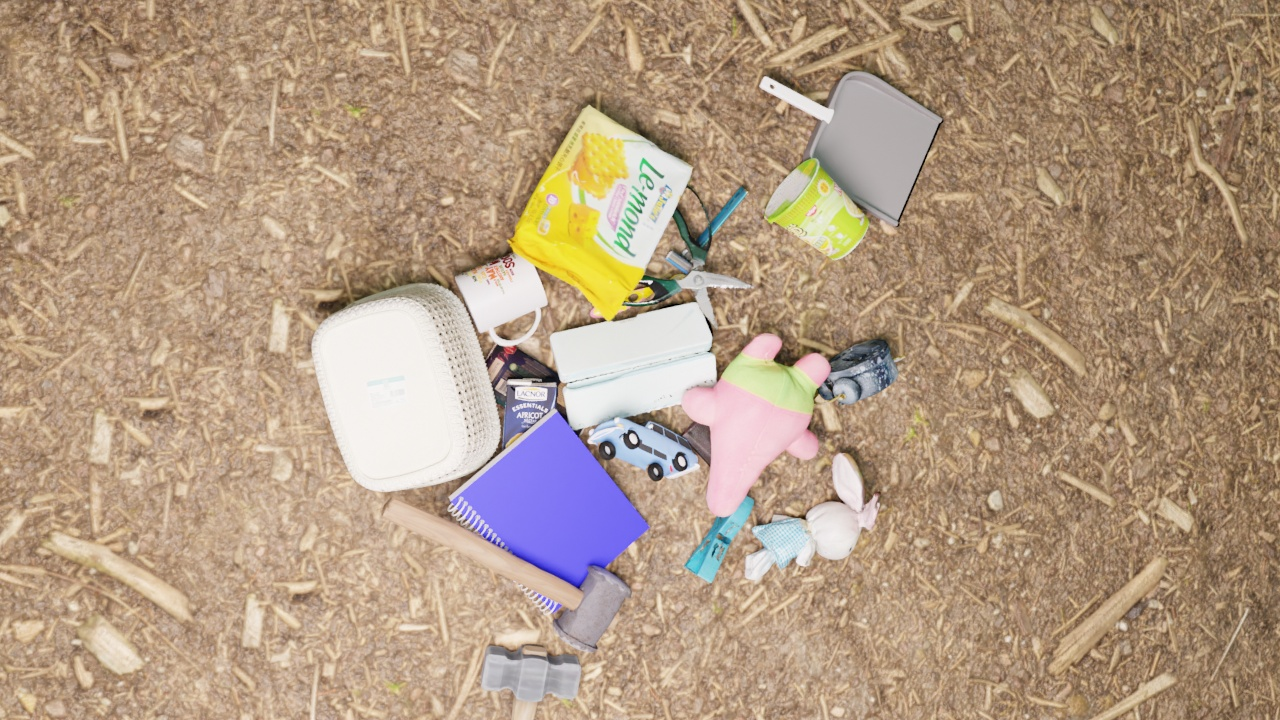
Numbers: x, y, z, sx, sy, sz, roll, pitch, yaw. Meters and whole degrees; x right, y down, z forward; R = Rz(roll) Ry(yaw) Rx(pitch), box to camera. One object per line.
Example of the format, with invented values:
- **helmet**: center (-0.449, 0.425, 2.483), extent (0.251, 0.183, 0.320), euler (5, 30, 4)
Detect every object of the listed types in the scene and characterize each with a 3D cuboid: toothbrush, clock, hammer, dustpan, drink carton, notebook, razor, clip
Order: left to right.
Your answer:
- **hammer**: center (-0.155, 0.241, 1.080), extent (0.328, 0.052, 0.098), euler (35, 87, -24)
- **hammer**: center (-0.159, 0.515, 1.135), extent (0.117, 0.051, 0.323), euler (10, 91, -10)
- **drink carton**: center (-0.136, 0.085, 1.124), extent (0.064, 0.040, 0.130), euler (3, 104, -9)
- **notebook**: center (-0.110, 0.190, 1.122), extent (0.171, 0.022, 0.209), euler (-40, 116, -9)
- **toothbrush**: center (-0.002, -0.084, 1.177), extent (0.135, 0.016, 0.021), euler (-23, 99, -10)
- **razor**: center (0.093, -0.171, 1.194), extent (0.042, 0.022, 0.143), euler (38, 78, 11)
- **clip**: center (0.106, 0.223, 1.161), extent (0.028, 0.113, 0.126), euler (35, 71, -12)
- **dustpan**: center (0.269, -0.308, 1.218), extent (0.257, 0.033, 0.163), euler (25, 86, -10)
- **clock**: center (0.277, 0.019, 1.193), extent (0.129, 0.090, 0.052), euler (-30, 101, -13)

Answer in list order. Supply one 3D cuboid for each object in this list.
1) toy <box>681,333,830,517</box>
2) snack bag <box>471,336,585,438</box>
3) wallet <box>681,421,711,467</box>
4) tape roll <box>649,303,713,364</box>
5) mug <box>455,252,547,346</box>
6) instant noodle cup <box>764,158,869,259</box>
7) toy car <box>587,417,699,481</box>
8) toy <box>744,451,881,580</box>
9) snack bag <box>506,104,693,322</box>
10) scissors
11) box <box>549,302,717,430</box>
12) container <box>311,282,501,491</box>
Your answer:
- **toy**: center (0.140, 0.085, 1.143), extent (0.192, 0.097, 0.236), euler (23, 91, -11)
- **snack bag**: center (-0.132, 0.042, 1.151), extent (0.155, 0.018, 0.074), euler (34, 86, -10)
- **wallet**: center (0.126, 0.093, 1.196), extent (0.119, 0.031, 0.099), euler (-43, 96, -13)
- **tape roll**: center (0.047, -0.028, 1.186), extent (0.093, 0.016, 0.091), euler (10, 88, -10)
- **mug**: center (-0.164, -0.071, 1.117), extent (0.089, 0.073, 0.105), euler (-24, 94, -10)
- **instant noodle cup**: center (0.233, -0.190, 1.186), extent (0.108, 0.099, 0.099), euler (35, 84, -16)
- **toy car**: center (0.005, 0.105, 1.136), extent (0.153, 0.056, 0.054), euler (28, 49, -36)
- **toy**: center (0.226, 0.232, 1.186), extent (0.205, 0.131, 0.106), euler (-35, 117, 3)
- **snack bag**: center (-0.050, -0.182, 1.112), extent (0.159, 0.068, 0.246), euler (31, 63, -11)
- **scissors**: center (0.046, -0.136, 1.165), extent (0.202, 0.015, 0.203), euler (6, 73, 3)
- **box**: center (-0.007, 0.005, 1.149), extent (0.197, 0.075, 0.126), euler (-13, 111, -9)
- **container**: center (-0.274, 0.035, 1.062), extent (0.184, 0.143, 0.246), euler (-17, 93, 2)
